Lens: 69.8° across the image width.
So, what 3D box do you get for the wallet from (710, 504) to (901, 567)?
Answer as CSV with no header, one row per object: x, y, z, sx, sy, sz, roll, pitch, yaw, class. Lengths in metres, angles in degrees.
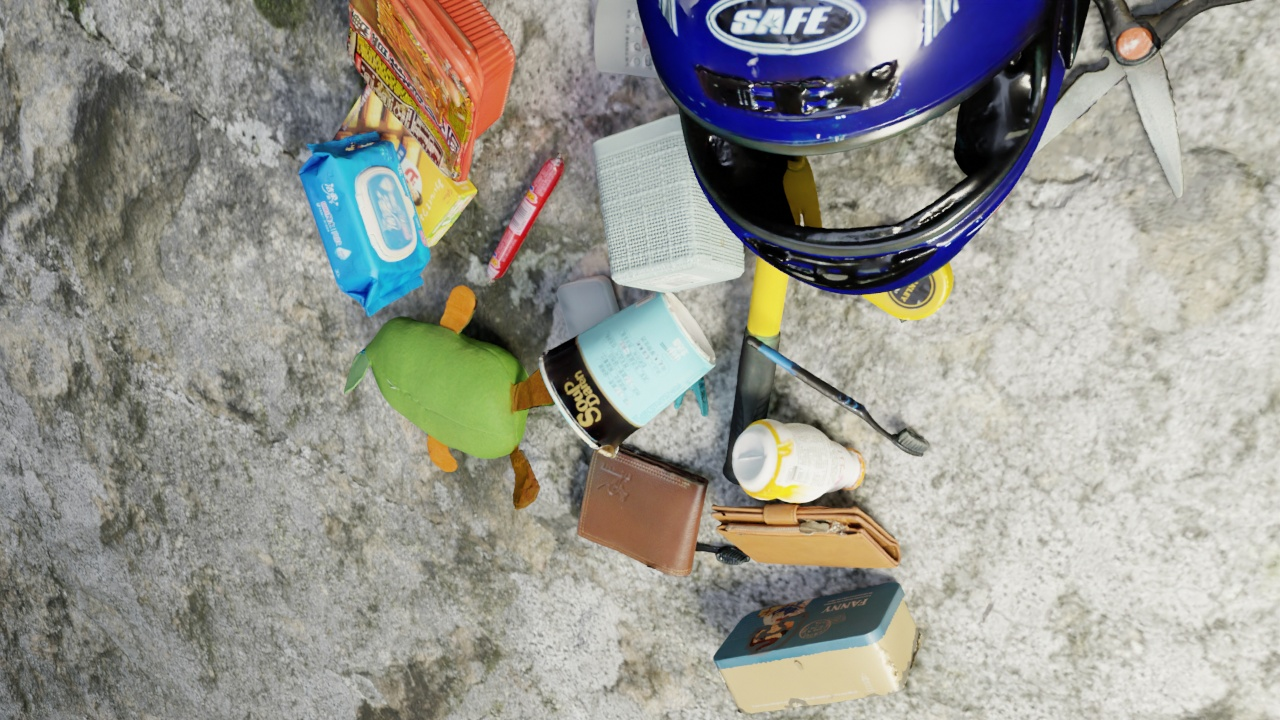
0.137,0.147,0.768,0.132,0.031,0.108,-7,149,34,wallet

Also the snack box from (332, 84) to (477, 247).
-0.227,-0.186,0.877,0.140,0.033,0.087,51,127,1,snack box

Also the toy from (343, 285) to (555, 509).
-0.179,0.029,0.904,0.247,0.089,0.227,28,121,23,toy

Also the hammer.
0.096,-0.023,0.724,0.033,0.128,0.301,-1,125,-7,hammer

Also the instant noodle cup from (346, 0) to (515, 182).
-0.171,-0.254,0.757,0.164,0.079,0.189,52,161,1,instant noodle cup

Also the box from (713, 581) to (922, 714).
0.158,0.249,0.795,0.185,0.089,0.061,-27,94,33,box

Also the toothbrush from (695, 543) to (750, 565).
0.018,0.177,0.891,0.189,0.017,0.014,5,104,31,toothbrush

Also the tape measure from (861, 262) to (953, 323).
0.200,-0.060,0.675,0.057,0.028,0.060,36,124,15,tape measure

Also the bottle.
0.128,0.082,0.731,0.063,0.108,0.063,-24,61,55,bottle

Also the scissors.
0.303,-0.214,0.553,0.235,0.021,0.221,-38,88,35,scissors

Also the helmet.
0.110,-0.205,0.491,0.248,0.240,0.315,7,88,26,helmet

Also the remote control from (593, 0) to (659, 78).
0.031,-0.245,0.704,0.150,0.021,0.058,15,117,26,remote control

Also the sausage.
-0.107,-0.127,0.837,0.020,0.020,0.156,43,125,9,sausage

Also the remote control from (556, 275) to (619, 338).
-0.035,-0.010,0.842,0.056,0.020,0.136,-9,105,32,remote control

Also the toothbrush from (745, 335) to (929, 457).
0.153,0.027,0.694,0.189,0.014,0.016,32,128,-22,toothbrush

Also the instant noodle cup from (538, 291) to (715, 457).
-0.005,0.005,0.771,0.120,0.111,0.111,-34,91,12,instant noodle cup

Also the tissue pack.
-0.244,-0.126,0.836,0.052,0.094,0.157,-6,108,27,tissue pack

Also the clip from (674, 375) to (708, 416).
0.046,0.023,0.812,0.034,0.013,0.054,11,115,26,clip

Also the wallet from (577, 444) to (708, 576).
0.002,0.139,0.867,0.125,0.032,0.101,18,108,27,wallet

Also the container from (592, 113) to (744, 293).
0.024,-0.114,0.698,0.090,0.089,0.111,-9,82,34,container
